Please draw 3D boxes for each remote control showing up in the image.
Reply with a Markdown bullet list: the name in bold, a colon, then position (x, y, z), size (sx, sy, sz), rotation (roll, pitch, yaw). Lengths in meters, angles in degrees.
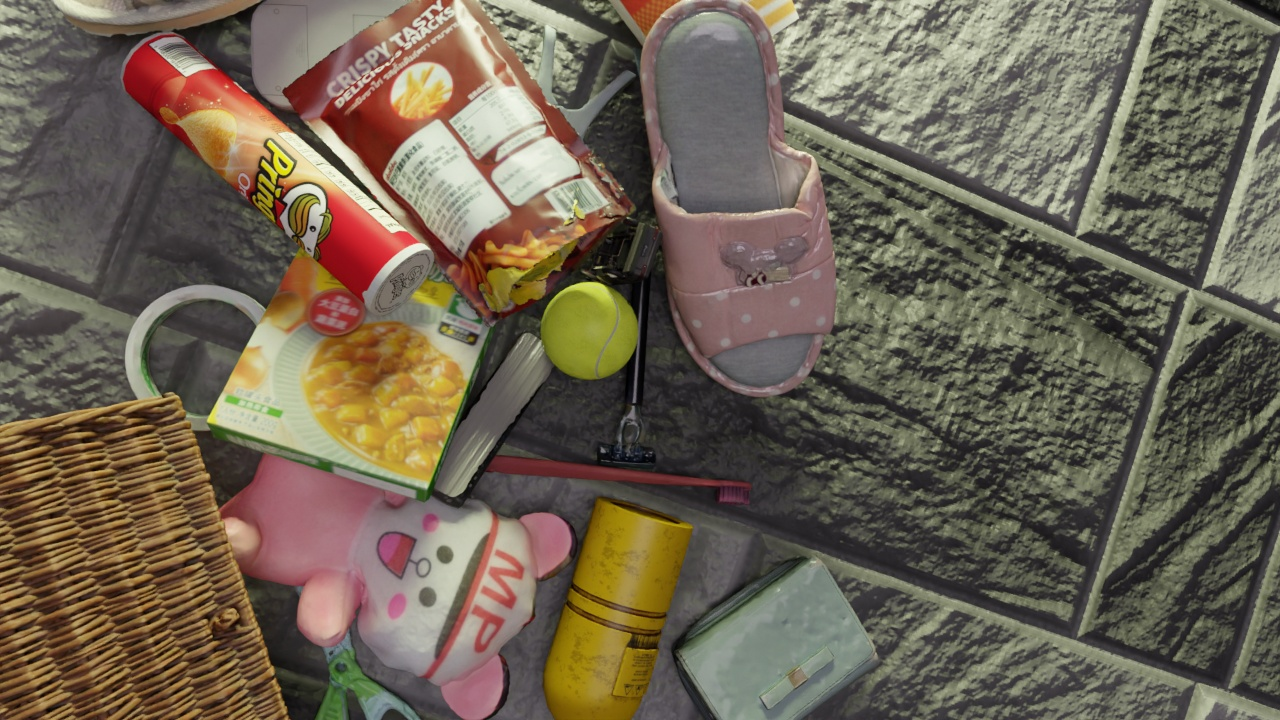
- **remote control**: position (-0.096, 0.036, 0.599), size (0.033, 0.013, 0.136), rotation (35, 53, -6)
- **remote control**: position (-0.178, -0.201, 0.612), size (0.151, 0.019, 0.074), rotation (-1, 91, -11)

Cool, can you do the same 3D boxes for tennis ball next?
- **tennis ball**: position (-0.034, -0.020, 0.615), size (0.065, 0.065, 0.065), rotation (0, 90, -10)

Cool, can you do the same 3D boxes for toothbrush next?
- **toothbrush**: position (-0.013, 0.083, 0.639), size (0.189, 0.016, 0.016), rotation (8, 73, -11)

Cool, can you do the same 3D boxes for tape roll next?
- **tape roll**: position (-0.281, -0.002, 0.595), size (0.093, 0.018, 0.094), rotation (0, 90, -11)

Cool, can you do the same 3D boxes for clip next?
- **clip**: position (-0.085, -0.150, 0.625), size (0.115, 0.028, 0.163), rotation (28, 85, -10)

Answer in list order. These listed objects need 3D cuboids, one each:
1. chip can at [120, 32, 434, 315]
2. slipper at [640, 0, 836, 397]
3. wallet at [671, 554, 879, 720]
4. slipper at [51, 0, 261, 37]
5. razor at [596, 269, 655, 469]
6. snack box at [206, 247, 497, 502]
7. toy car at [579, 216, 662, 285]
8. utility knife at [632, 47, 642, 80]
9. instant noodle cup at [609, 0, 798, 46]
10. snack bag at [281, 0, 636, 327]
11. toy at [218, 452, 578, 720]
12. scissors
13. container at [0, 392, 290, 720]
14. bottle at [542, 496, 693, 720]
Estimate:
- **chip can**: position (-0.223, -0.116, 0.561), size (0.215, 0.052, 0.051), rotation (41, 83, 7)
- **slipper**: position (0.063, -0.092, 0.594), size (0.114, 0.054, 0.275), rotation (-13, 115, 4)
- **wallet**: position (0.097, 0.210, 0.651), size (0.131, 0.054, 0.100), rotation (-34, 97, -13)
- **slipper**: position (-0.238, -0.284, 0.576), size (0.272, 0.054, 0.114), rotation (-26, 77, -13)
- **razor**: position (-0.004, 0.004, 0.643), size (0.042, 0.022, 0.144), rotation (4, 89, -11)
- **snack box**: position (-0.166, -0.010, 0.571), size (0.132, 0.027, 0.167), rotation (18, 61, -3)
- **toy car**: position (-0.010, -0.070, 0.607), size (0.037, 0.092, 0.040), rotation (19, 87, -20)
- **utility knife**: position (0.025, -0.132, 0.652), size (0.031, 0.015, 0.185), rotation (-17, 92, -14)
- **instant noodle cup**: position (0.034, -0.254, 0.604), size (0.123, 0.123, 0.121), rotation (-35, 104, -8)
- **snack bag**: position (-0.112, -0.136, 0.576), size (0.139, 0.066, 0.208), rotation (-39, 84, -2)
- **toy**: position (-0.156, 0.122, 0.581), size (0.213, 0.084, 0.141), rotation (27, 59, -7)
- **scissors**: position (-0.208, 0.206, 0.612), size (0.093, 0.032, 0.175), rotation (-23, 90, -7)
- **container**: position (-0.323, 0.165, 0.493), size (0.161, 0.184, 0.250), rotation (-20, 94, -48)
- **bottle**: position (-0.020, 0.181, 0.616), size (0.071, 0.071, 0.163), rotation (17, 87, -10)
